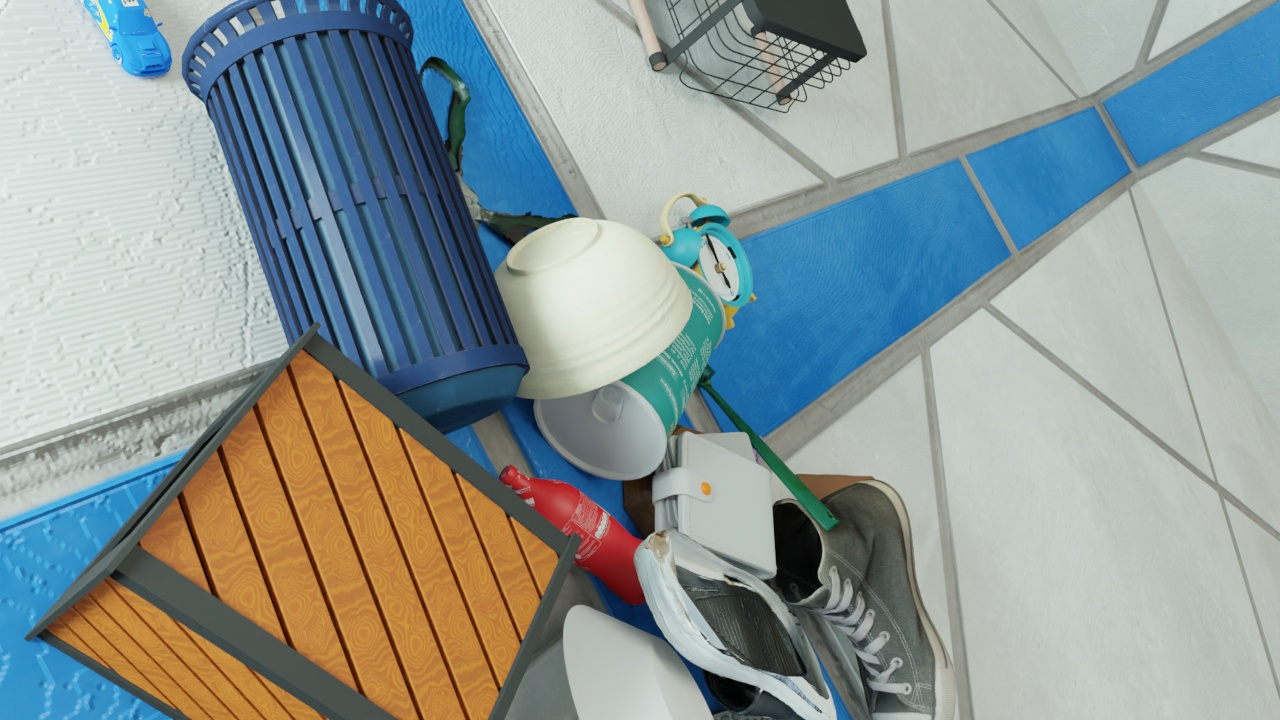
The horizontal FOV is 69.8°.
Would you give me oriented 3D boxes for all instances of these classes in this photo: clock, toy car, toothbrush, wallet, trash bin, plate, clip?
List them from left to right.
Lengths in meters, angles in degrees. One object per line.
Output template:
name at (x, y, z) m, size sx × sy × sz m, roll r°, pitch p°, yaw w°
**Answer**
toy car at (-0.308, -0.227, 0.550) m, size 0.033 × 0.062 × 0.092 m, roll -33°, pitch 92°, yaw -49°
trash bin at (-0.156, 0.110, 0.448) m, size 0.172 × 0.140 × 0.139 m, roll 43°, pitch 44°, yaw -19°
trash bin at (-0.165, -0.076, 0.552) m, size 0.139 × 0.140 × 0.249 m, roll -13°, pitch 79°, yaw -48°
plate at (0.015, 0.222, 0.562) m, size 0.174 × 0.036 × 0.173 m, roll 58°, pitch 7°, yaw -12°
plate at (0.042, 0.104, 0.735) m, size 0.131 × 0.025 × 0.131 m, roll 23°, pitch 53°, yaw -34°
clock at (0.063, -0.097, 0.862) m, size 0.129 × 0.044 × 0.098 m, roll 57°, pitch 41°, yaw -14°
wallet at (0.059, 0.099, 0.706) m, size 0.118 × 0.038 × 0.115 m, roll 27°, pitch 51°, yaw -36°
clip at (0.092, 0.092, 0.799) m, size 0.013 × 0.029 × 0.050 m, roll 22°, pitch 65°, yaw -33°
toothbrush at (0.099, 0.065, 0.761) m, size 0.016 × 0.017 × 0.189 m, roll -12°, pitch 50°, yaw -41°
wallet at (0.197, 0.150, 0.872) m, size 0.120 × 0.013 × 0.087 m, roll 7°, pitch 63°, yaw -40°

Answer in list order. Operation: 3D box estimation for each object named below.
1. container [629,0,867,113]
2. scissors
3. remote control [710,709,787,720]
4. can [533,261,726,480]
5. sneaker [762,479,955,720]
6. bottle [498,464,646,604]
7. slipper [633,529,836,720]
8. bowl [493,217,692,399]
container at (0.119, -0.381, 1.011) m, size 0.240 × 0.131 × 0.162 m, roll -3°, pitch 70°, yaw -46°
scissors at (-0.122, -0.150, 0.728) m, size 0.201 × 0.015 × 0.205 m, roll 2°, pitch 67°, yaw -47°
remote control at (0.092, 0.274, 0.696) m, size 0.136 × 0.013 × 0.033 m, roll 5°, pitch 65°, yaw -43°
can at (-0.004, 0.004, 0.691) m, size 0.099 × 0.099 × 0.143 m, roll 46°, pitch 43°, yaw -15°
sneaker at (0.177, 0.219, 0.757) m, size 0.119 × 0.095 × 0.234 m, roll -1°, pitch 79°, yaw -34°
bottle at (-0.040, 0.118, 0.634) m, size 0.141 × 0.042 × 0.041 m, roll 41°, pitch 44°, yaw -20°
slipper at (0.063, 0.200, 0.649) m, size 0.264 × 0.063 × 0.111 m, roll 44°, pitch 19°, yaw -48°
bowl at (-0.047, -0.049, 0.628) m, size 0.150 × 0.151 × 0.075 m, roll -60°, pitch 136°, yaw -45°
